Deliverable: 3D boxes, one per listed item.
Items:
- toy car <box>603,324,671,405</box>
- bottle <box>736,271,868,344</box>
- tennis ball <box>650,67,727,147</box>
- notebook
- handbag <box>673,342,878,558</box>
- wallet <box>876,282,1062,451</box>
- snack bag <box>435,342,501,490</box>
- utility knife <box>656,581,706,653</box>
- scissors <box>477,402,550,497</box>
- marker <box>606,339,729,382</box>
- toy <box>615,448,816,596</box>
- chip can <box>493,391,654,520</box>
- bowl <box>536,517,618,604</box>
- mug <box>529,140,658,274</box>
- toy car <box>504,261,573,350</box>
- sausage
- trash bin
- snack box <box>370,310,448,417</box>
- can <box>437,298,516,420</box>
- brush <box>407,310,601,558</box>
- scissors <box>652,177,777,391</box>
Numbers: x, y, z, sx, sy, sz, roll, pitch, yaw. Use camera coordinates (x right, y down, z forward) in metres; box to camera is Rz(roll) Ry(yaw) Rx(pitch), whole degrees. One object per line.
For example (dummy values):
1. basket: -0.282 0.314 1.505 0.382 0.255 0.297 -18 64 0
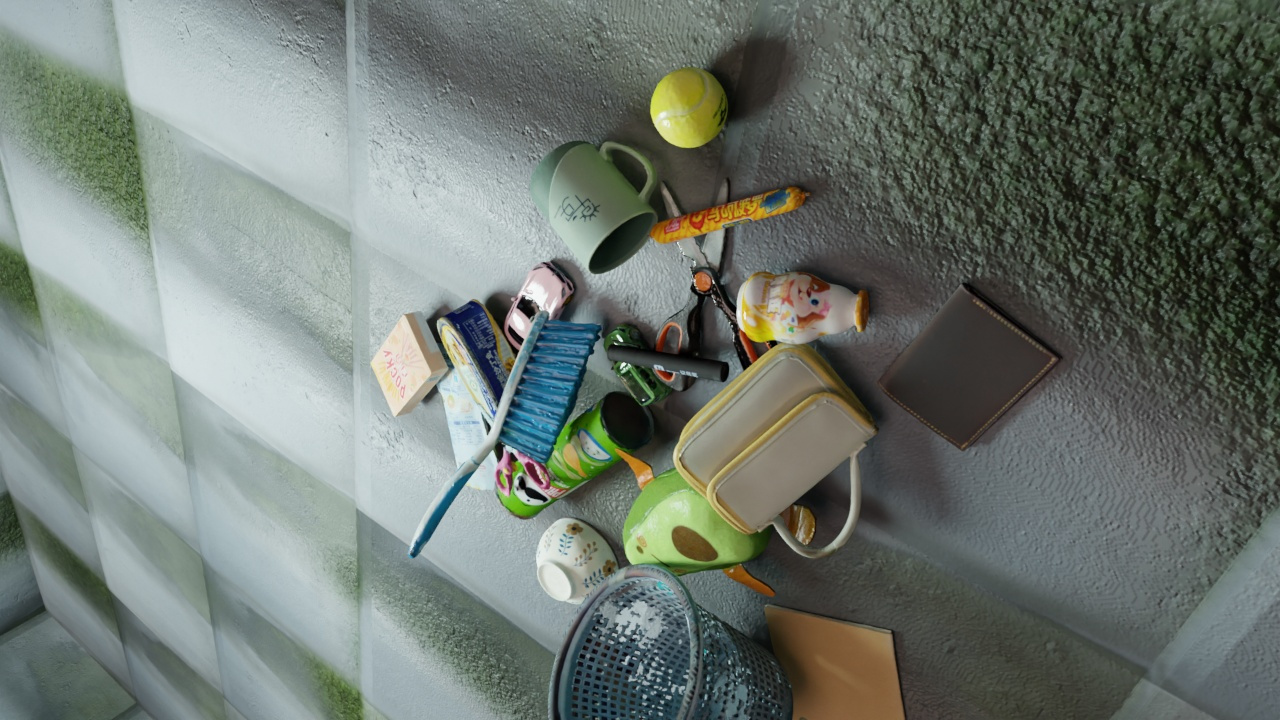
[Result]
1. toy car: -0.006 0.006 0.960 0.091 0.036 0.043 55 136 6
2. bottle: 0.141 -0.045 0.796 0.108 0.063 0.063 4 116 25
3. tennis ball: 0.041 -0.215 0.781 0.065 0.065 0.066 19 124 30
4. notebook: 0.216 0.365 0.995 0.148 0.008 0.208 2 114 38
5. handbag: 0.137 0.092 0.832 0.164 0.063 0.178 -43 88 17
6. wallet: 0.266 0.009 0.755 0.096 0.020 0.123 39 131 9
7. snack bag: -0.223 0.069 1.164 0.110 0.038 0.191 11 117 54
8. utility knife: 0.047 0.299 1.090 0.029 0.013 0.209 -31 92 44
9. scissors: -0.143 0.102 1.040 0.128 0.017 0.133 21 121 36
10. marker: 0.026 0.000 0.906 0.132 0.020 0.022 11 87 30
11. toy: 0.063 0.164 0.951 0.227 0.089 0.248 47 135 -1
12. chip can: -0.081 0.112 1.053 0.237 0.072 0.072 -36 88 43
13. bowl: -0.088 0.260 1.146 0.113 0.062 0.114 17 123 29
14. mug: -0.038 -0.157 0.865 0.112 0.082 0.106 -45 72 22
15. toy car: -0.116 -0.055 1.015 0.056 0.037 0.123 43 132 10
16. sausage: 0.075 -0.129 0.819 0.165 0.021 0.021 -11 106 33
17. trash bin: 0.046 0.352 0.972 0.195 0.226 0.227 30 145 -33
18. snack box: -0.300 0.007 1.179 0.158 0.026 0.084 -38 75 50
19. can: -0.181 0.004 1.073 0.075 0.049 0.148 -2 117 59
20. brush: -0.147 0.089 0.988 0.109 0.060 0.314 22 95 1
21. scissors: 0.072 -0.056 0.878 0.222 0.021 0.221 39 126 13
